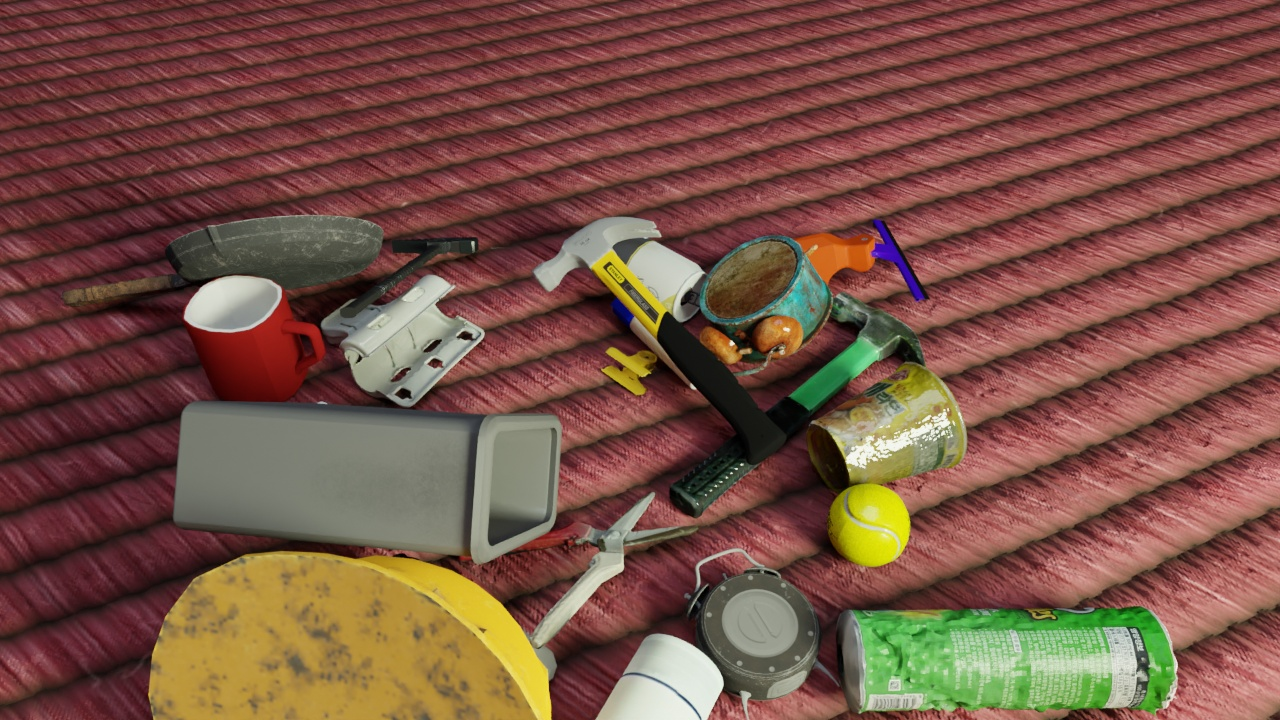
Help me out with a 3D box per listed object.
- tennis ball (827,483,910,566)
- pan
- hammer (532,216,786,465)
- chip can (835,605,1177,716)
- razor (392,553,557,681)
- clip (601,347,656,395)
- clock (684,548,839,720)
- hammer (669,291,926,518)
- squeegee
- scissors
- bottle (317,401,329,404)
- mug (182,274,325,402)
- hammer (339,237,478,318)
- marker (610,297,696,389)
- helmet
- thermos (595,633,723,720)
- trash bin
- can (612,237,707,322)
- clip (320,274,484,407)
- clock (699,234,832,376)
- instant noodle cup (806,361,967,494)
[{"bbox_3d":[0.184,0.132,0.740,0.065,0.065,0.065,1,44,-1],"label":"tennis ball"},{"bbox_3d":[-0.429,-0.086,0.922,0.357,0.207,0.040,-12,86,12],"label":"pan"},{"bbox_3d":[0.025,-0.027,0.868,0.127,0.029,0.323,-40,57,-2],"label":"hammer"},{"bbox_3d":[0.254,0.214,0.655,0.223,0.076,0.075,0,44,-1],"label":"chip can"},{"bbox_3d":[-0.134,0.197,0.680,0.156,0.060,0.057,33,38,4],"label":"razor"},{"bbox_3d":[-0.006,0.004,0.896,0.054,0.046,0.048,33,78,30],"label":"clip"},{"bbox_3d":[0.084,0.201,0.683,0.091,0.044,0.122,-17,47,-17],"label":"clock"},{"bbox_3d":[0.148,0.044,0.857,0.317,0.032,0.130,-35,55,-30],"label":"hammer"},{"bbox_3d":[0.188,-0.109,0.986,0.185,0.055,0.249,-10,25,9],"label":"squeegee"},{"bbox_3d":[-0.050,0.160,0.722,0.199,0.015,0.179,-5,25,1],"label":"scissors"},{"bbox_3d":[-0.311,0.084,0.798,0.041,0.041,0.115,29,51,25],"label":"bottle"},{"bbox_3d":[-0.351,-0.015,0.857,0.116,0.097,0.080,8,45,7],"label":"mug"},{"bbox_3d":[-0.235,-0.085,0.885,0.095,0.015,0.324,-1,17,2],"label":"hammer"},{"bbox_3d":[0.018,-0.020,0.920,0.023,0.027,0.133,-49,55,5],"label":"marker"},{"bbox_3d":[-0.160,0.209,0.593,0.255,0.205,0.131,20,12,9],"label":"helmet"},{"bbox_3d":[-0.024,0.283,0.582,0.068,0.068,0.229,22,49,20],"label":"thermos"},{"bbox_3d":[-0.190,0.082,0.687,0.220,0.191,0.097,3,87,10],"label":"trash bin"},{"bbox_3d":[0.016,-0.088,0.963,0.127,0.064,0.064,32,52,28],"label":"can"},{"bbox_3d":[-0.245,-0.035,0.897,0.151,0.110,0.126,30,48,13],"label":"clip"},{"bbox_3d":[0.119,-0.043,0.895,0.121,0.073,0.157,-7,48,38],"label":"clock"},{"bbox_3d":[0.207,0.065,0.794,0.108,0.102,0.102,-21,48,-14],"label":"instant noodle cup"}]
